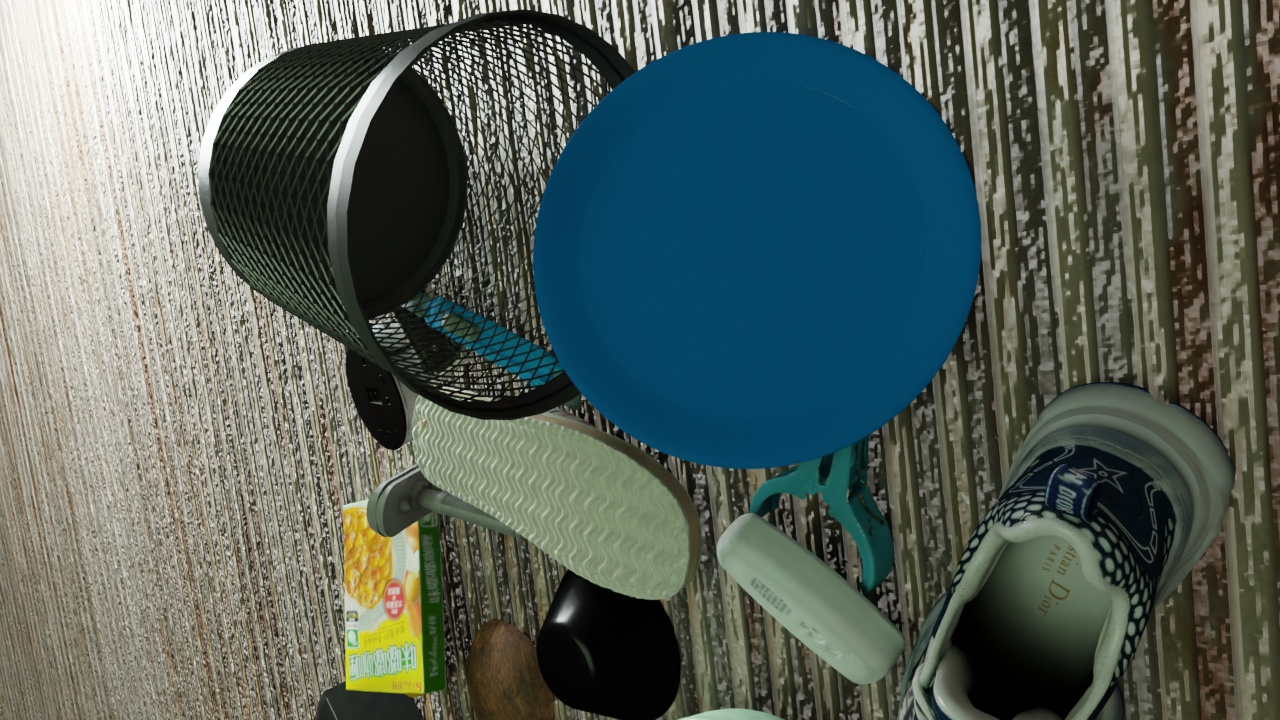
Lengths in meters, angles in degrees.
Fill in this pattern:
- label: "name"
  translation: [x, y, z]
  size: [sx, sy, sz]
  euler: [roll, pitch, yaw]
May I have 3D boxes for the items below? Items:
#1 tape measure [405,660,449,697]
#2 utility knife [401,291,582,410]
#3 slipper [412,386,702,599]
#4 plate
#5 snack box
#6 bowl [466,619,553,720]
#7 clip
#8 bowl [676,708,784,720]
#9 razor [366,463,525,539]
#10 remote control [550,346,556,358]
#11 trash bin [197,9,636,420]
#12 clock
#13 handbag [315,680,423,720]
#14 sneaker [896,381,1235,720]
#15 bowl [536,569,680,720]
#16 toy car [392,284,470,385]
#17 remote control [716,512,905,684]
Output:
- label: "tape measure"
  translation: [-0.199, 0.271, 0.825]
  size: [0.068, 0.030, 0.059]
  euler: [19, 111, 45]
- label: "utility knife"
  translation: [-0.130, -0.022, 0.685]
  size: [0.220, 0.015, 0.031]
  euler: [26, 90, 24]
- label: "slipper"
  translation: [-0.062, 0.085, 0.648]
  size: [0.263, 0.052, 0.115]
  euler: [19, 113, 34]
- label: "plate"
  translation: [0.055, -0.057, 0.471]
  size: [0.224, 0.024, 0.224]
  euler: [-2, 82, 13]
- label: "snack box"
  translation: [-0.219, 0.202, 0.806]
  size: [0.132, 0.027, 0.168]
  euler: [-17, 73, 43]
- label: "bowl"
  translation: [-0.115, 0.272, 0.752]
  size: [0.102, 0.026, 0.114]
  euler: [20, 112, 38]
- label: "clip"
  translation: [0.095, 0.071, 0.510]
  size: [0.120, 0.033, 0.122]
  euler: [-9, 103, 53]
- label: "bowl"
  translation: [0.073, 0.273, 0.545]
  size: [0.151, 0.076, 0.151]
  euler: [8, 103, 39]
- label: "razor"
  translation: [-0.139, 0.117, 0.721]
  size: [0.116, 0.088, 0.047]
  euler: [12, 108, 20]
- label: "remote control"
  translation: [-0.004, 0.004, 0.602]
  size: [0.150, 0.013, 0.034]
  euler: [24, 114, 37]
- label: "trash bin"
  translation: [-0.136, -0.099, 0.572]
  size: [0.228, 0.217, 0.218]
  euler: [18, 111, 43]
- label: "clock"
  translation: [-0.209, 0.014, 0.763]
  size: [0.095, 0.035, 0.123]
  euler: [3, 110, 50]
- label: "handbag"
  translation: [-0.263, 0.421, 0.895]
  size: [0.175, 0.072, 0.196]
  euler: [55, 133, 19]
- label: "sneaker"
  translation: [0.158, 0.144, 0.405]
  size: [0.103, 0.132, 0.270]
  euler: [30, 119, 32]
- label: "bowl"
  translation: [-0.036, 0.207, 0.648]
  size: [0.124, 0.052, 0.124]
  euler: [10, 106, 40]
- label: "toy car"
  translation: [-0.171, -0.035, 0.730]
  size: [0.039, 0.039, 0.113]
  euler: [-36, 74, 11]
- label: "remote control"
  translation: [0.092, 0.132, 0.511]
  size: [0.114, 0.028, 0.060]
  euler: [39, 155, 18]
